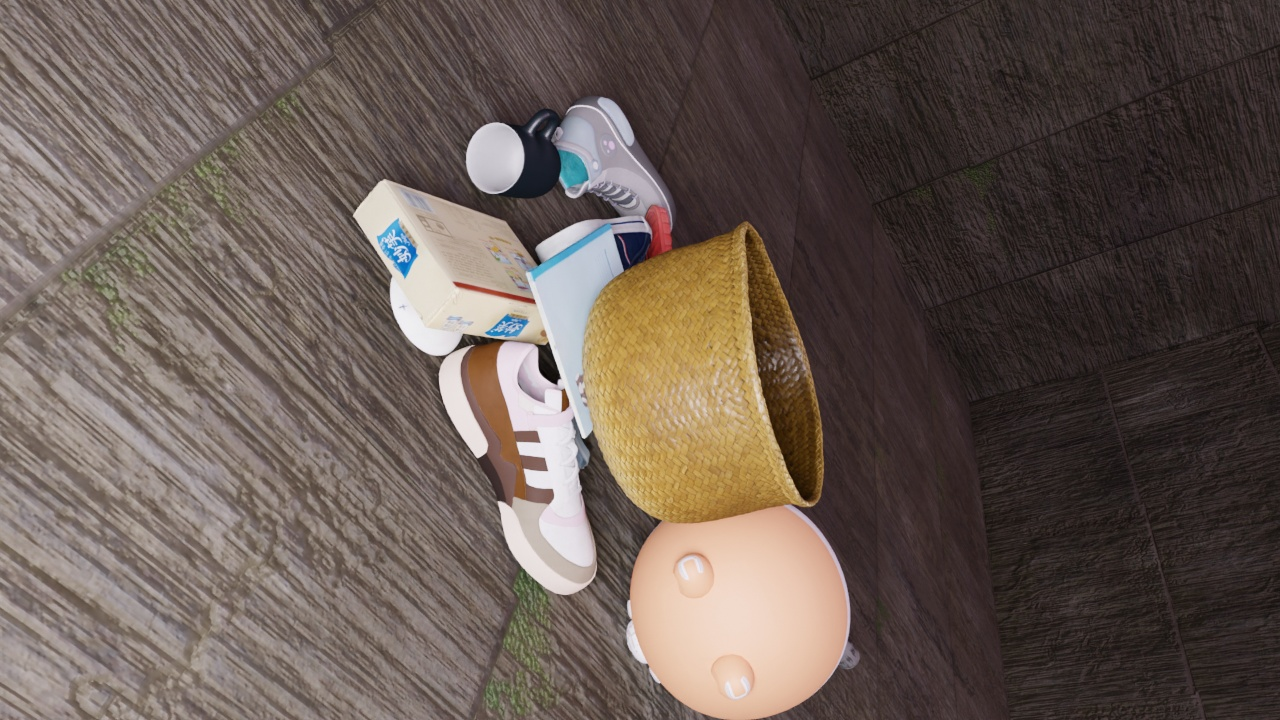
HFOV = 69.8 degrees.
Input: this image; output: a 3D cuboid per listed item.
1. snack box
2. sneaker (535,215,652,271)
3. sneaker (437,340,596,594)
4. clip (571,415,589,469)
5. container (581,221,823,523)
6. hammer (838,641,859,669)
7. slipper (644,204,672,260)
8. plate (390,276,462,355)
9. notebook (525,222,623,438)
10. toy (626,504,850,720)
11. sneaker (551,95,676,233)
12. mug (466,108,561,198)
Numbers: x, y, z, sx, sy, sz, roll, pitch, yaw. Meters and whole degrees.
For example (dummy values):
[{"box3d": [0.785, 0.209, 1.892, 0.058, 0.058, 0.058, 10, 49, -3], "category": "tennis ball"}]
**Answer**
[{"box3d": [-0.178, -0.096, 0.958, 0.153, 0.055, 0.207, 53, 19, 21], "category": "snack box"}, {"box3d": [-0.041, -0.114, 1.217, 0.127, 0.121, 0.294, 62, 19, -1], "category": "sneaker"}, {"box3d": [-0.095, 0.108, 0.975, 0.294, 0.117, 0.111, 67, 27, -8], "category": "sneaker"}, {"box3d": [-0.056, 0.075, 1.134, 0.169, 0.031, 0.164, 40, 46, -3], "category": "clip"}, {"box3d": [0.070, 0.030, 0.994, 0.306, 0.197, 0.307, -16, 90, -71], "category": "container"}, {"box3d": [0.275, 0.411, 1.480, 0.325, 0.101, 0.189, 50, 33, -34], "category": "hammer"}, {"box3d": [0.048, -0.107, 1.317, 0.059, 0.104, 0.248, -1, 73, -17], "category": "slipper"}, {"box3d": [-0.215, -0.058, 0.961, 0.104, 0.026, 0.104, 41, 39, -45], "category": "plate"}, {"box3d": [-0.049, -0.045, 1.026, 0.252, 0.009, 0.181, -51, 126, -64], "category": "notebook"}, {"box3d": [0.107, 0.289, 1.076, 0.262, 0.266, 0.280, 68, 12, 10], "category": "toy"}, {"box3d": [-0.044, -0.249, 1.349, 0.257, 0.093, 0.160, 56, 39, -28], "category": "sneaker"}, {"box3d": [-0.142, -0.257, 1.125, 0.085, 0.122, 0.094, 46, 22, 15], "category": "mug"}]
